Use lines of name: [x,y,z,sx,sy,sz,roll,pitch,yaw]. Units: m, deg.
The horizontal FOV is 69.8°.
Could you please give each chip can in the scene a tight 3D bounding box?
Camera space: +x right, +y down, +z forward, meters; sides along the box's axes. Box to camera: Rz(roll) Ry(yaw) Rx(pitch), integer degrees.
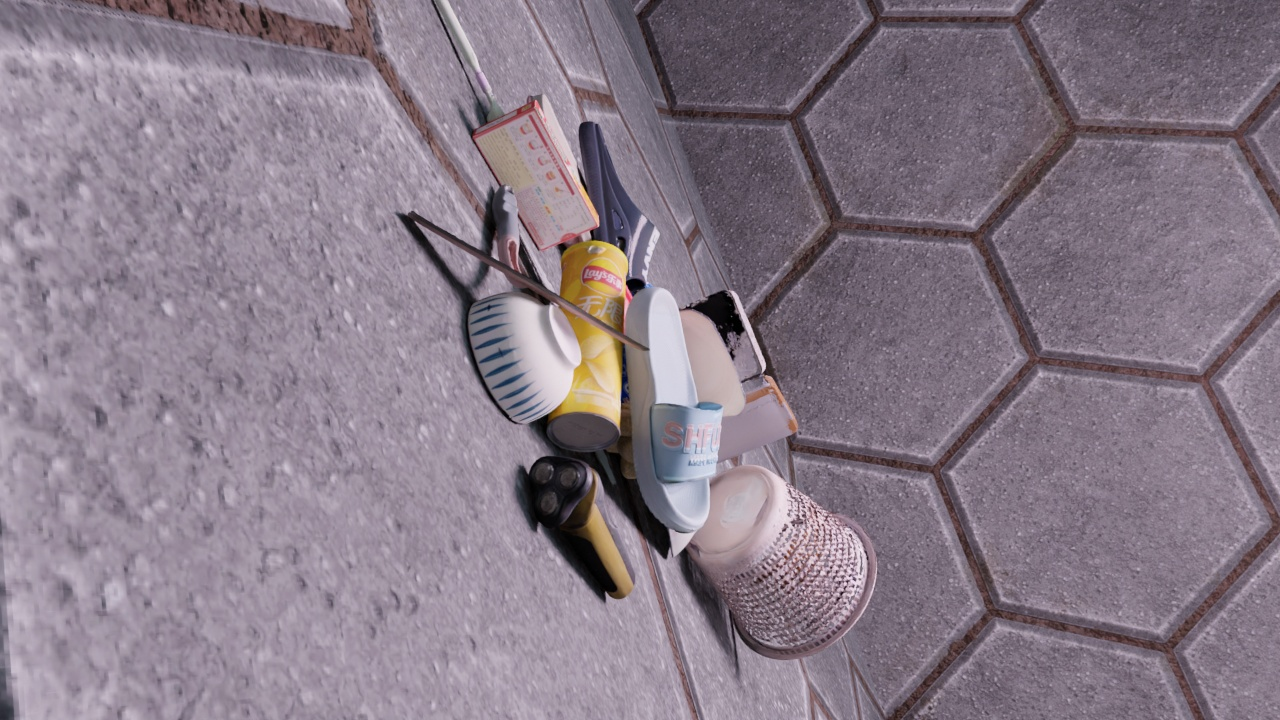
chip can: [-0.051,-0.017,0.907,0.072,0.072,0.213,54,30,-49]

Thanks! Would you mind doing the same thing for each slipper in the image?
slipper: [0.040,0.044,0.898,0.104,0.074,0.245,9,71,-60]
slipper: [-0.021,-0.182,1.184,0.110,0.083,0.268,5,75,-85]
slipper: [-0.101,-0.211,1.133,0.275,0.054,0.114,68,11,-58]

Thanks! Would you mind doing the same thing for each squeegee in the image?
squeegee: [-0.122,-0.113,0.883,0.247,0.040,0.249,29,20,-28]

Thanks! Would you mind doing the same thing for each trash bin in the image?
trash bin: [0.168,0.250,1.217,0.192,0.228,0.227,46,22,-31]

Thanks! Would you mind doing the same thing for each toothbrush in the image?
toothbrush: [-0.202,-0.355,1.037,0.029,0.020,0.189,-38,108,-43]

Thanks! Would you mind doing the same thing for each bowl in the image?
bowl: [-0.094,-0.010,0.802,0.116,0.066,0.116,-21,90,-78]

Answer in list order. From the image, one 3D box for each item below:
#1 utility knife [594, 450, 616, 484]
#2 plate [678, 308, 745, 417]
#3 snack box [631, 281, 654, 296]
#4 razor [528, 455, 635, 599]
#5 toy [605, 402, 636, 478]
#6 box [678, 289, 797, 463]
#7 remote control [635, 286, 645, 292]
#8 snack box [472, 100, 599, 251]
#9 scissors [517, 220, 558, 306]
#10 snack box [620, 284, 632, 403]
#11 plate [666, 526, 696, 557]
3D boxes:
utility knife: [-0.069,0.040,0.946,0.034,0.018,0.216,-80,148,-69]
plate: [0.051,0.005,1.185,0.034,0.165,0.164,-53,126,-47]
snack box: [-0.010,-0.100,1.332,0.084,0.026,0.157,38,13,2]
razor: [-0.046,0.151,0.797,0.067,0.062,0.167,-58,138,-37]
toy: [-0.013,0.073,0.979,0.105,0.066,0.157,62,-2,-3]
box: [0.098,0.038,1.289,0.124,0.179,0.274,-86,151,-63]
remote control: [-0.036,-0.144,1.272,0.136,0.024,0.053,48,13,15]
snack box: [-0.113,-0.201,1.016,0.027,0.077,0.156,-95,160,-54]
scissors: [-0.093,-0.052,0.997,0.205,0.015,0.196,53,21,-52]
snack box: [-0.007,0.007,1.135,0.207,0.057,0.058,61,35,-32]
plate: [0.041,0.114,1.065,0.266,0.034,0.161,81,4,-48]
